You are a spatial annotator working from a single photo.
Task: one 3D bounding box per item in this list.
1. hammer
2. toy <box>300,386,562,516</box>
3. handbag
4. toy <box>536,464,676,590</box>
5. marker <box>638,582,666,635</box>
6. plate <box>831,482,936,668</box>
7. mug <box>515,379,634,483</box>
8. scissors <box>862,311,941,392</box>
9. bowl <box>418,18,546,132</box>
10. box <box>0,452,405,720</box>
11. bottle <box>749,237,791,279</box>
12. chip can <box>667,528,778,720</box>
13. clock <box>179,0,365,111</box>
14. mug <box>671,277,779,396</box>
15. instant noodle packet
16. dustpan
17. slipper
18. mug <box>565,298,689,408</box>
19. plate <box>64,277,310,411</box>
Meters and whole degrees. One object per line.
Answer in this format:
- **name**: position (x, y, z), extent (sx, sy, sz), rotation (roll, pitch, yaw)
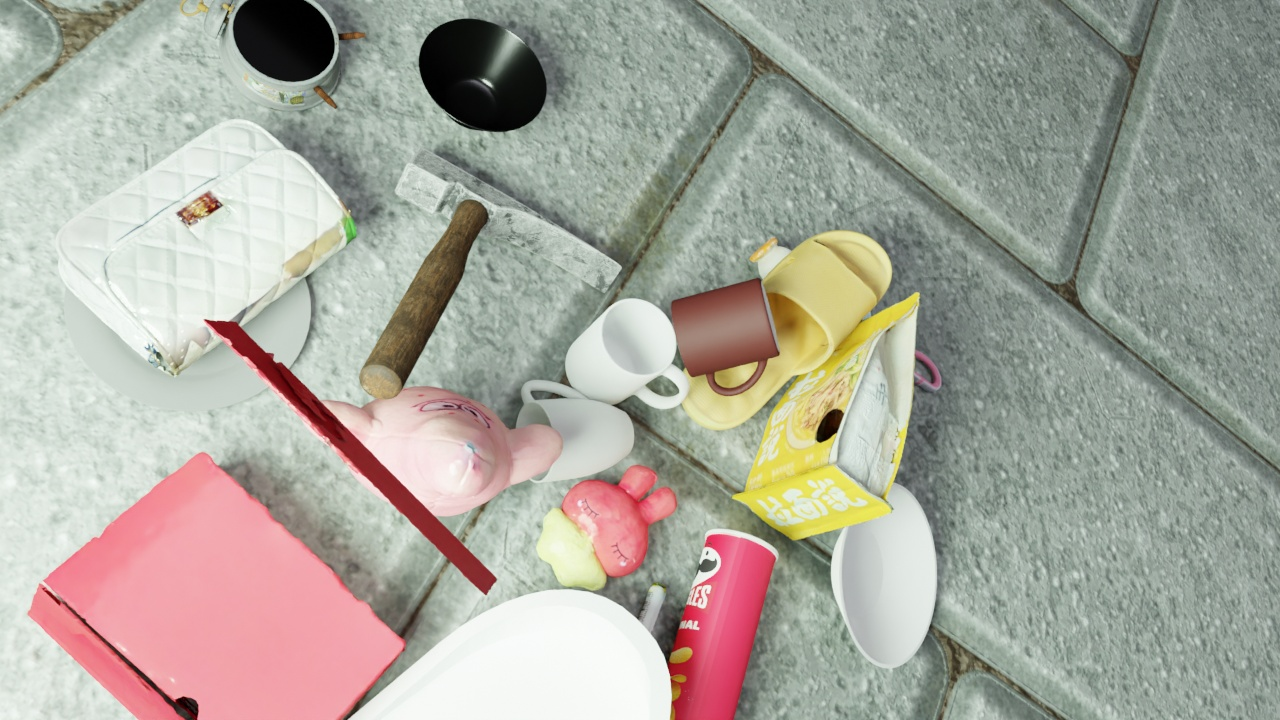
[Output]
- **hammer**: position (-0.133, -0.052, 0.763), extent (0.217, 0.037, 0.299), rotation (29, 34, -13)
- **toy**: position (-0.150, 0.066, 0.671), extent (0.192, 0.237, 0.096), rotation (10, 82, -21)
- **handbag**: position (-0.339, -0.095, 0.721), extent (0.139, 0.073, 0.194), rotation (44, 60, -5)
- **toy**: position (-0.028, 0.145, 0.809), extent (0.135, 0.045, 0.091), rotation (-31, 88, -24)
- **marker**: position (-0.008, 0.262, 0.793), extent (0.017, 0.017, 0.146), rotation (29, 62, -13)
- **plate**: position (0.228, 0.206, 0.892), extent (0.173, 0.036, 0.174), rotation (7, 79, -43)
- **mug**: position (-0.062, 0.056, 0.822), extent (0.089, 0.071, 0.107), rotation (-2, 45, -35)
- **scissors**: position (0.257, 0.006, 1.012), extent (0.170, 0.013, 0.175), rotation (33, 61, -11)
- **bowl**: position (-0.158, -0.263, 0.893), extent (0.124, 0.053, 0.124), rotation (8, 68, -22)
- **box**: position (-0.362, 0.261, 0.715), extent (0.213, 0.376, 0.147), rotation (43, 29, -1)
- **bottle**: position (0.163, -0.079, 0.969), extent (0.108, 0.063, 0.063), rotation (49, 59, -3)
- **chip can**: position (0.059, 0.261, 0.794), extent (0.069, 0.069, 0.220), rotation (28, 63, -14)
- **clock**: position (-0.333, -0.285, 0.818), extent (0.147, 0.056, 0.103), rotation (22, 73, -22)
- **mug**: position (0.082, -0.016, 0.839), extent (0.073, 0.083, 0.106), rotation (-81, 154, -63)
- **instant noodle packet**: position (0.188, 0.045, 0.879), extent (0.084, 0.163, 0.221), rotation (30, 61, -11)
- **dustpan**: position (-0.096, 0.282, 0.673), extent (0.257, 0.053, 0.191), rotation (-32, 57, -32)
- **slipper**: position (0.145, -0.036, 0.894), extent (0.263, 0.078, 0.099), rotation (-43, 89, -9)
- **mug**: position (-0.005, 0.005, 0.845), extent (0.110, 0.091, 0.073), rotation (37, 60, -9)
- **plate**: position (-0.362, -0.044, 0.742), extent (0.178, 0.012, 0.178), rotation (8, 68, -22)
